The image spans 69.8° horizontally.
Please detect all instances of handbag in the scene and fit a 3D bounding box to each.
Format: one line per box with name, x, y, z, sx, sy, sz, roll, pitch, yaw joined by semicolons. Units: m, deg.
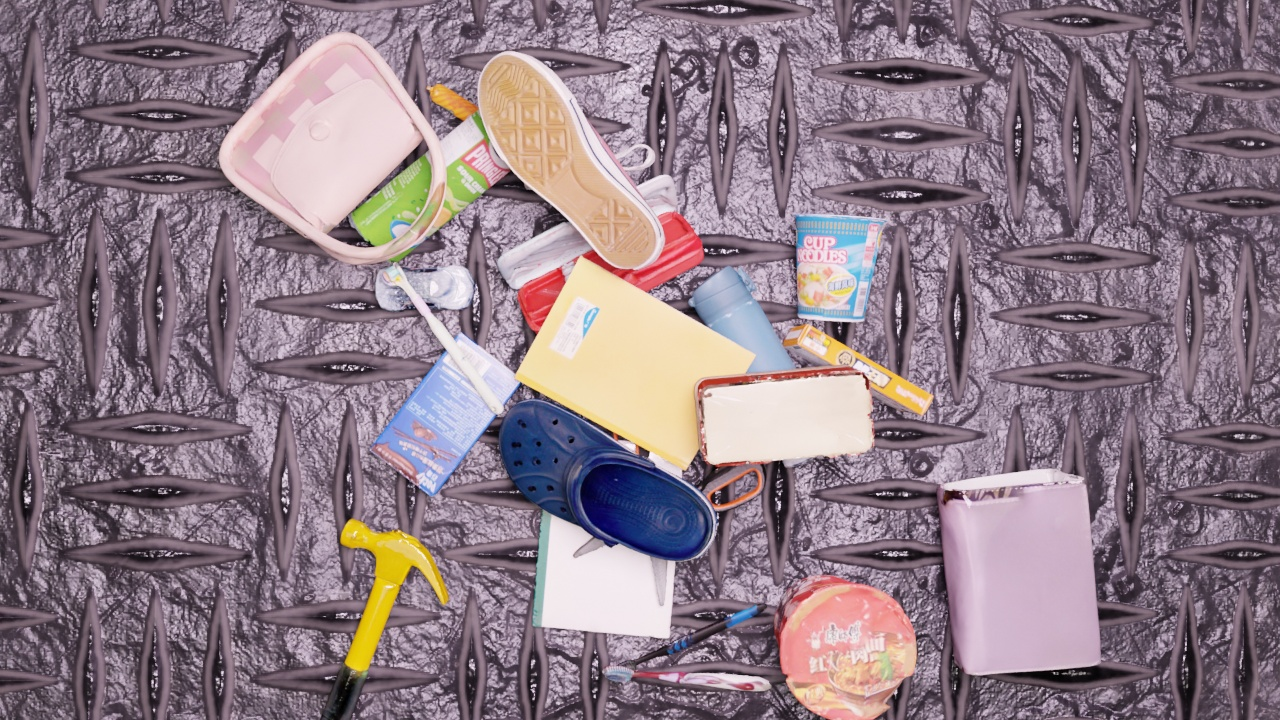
handbag;-0.281;-0.190;0.903;0.193;0.093;0.234;-46;68;-1
handbag;0.395;0.223;0.975;0.145;0.098;0.197;-6;91;-5

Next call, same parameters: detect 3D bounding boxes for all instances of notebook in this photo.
notebook;-0.034;0.190;0.994;0.150;0.012;0.209;5;89;-2
notebook;-0.006;0.005;0.940;0.206;0.010;0.146;28;100;-7

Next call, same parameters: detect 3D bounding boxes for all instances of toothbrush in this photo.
toothbrush;-0.203;-0.020;0.953;0.029;0.020;0.189;-34;96;33
toothbrush;0.052;0.306;0.997;0.189;0.016;0.014;-23;95;-4
toothbrush;0.052;0.343;0.986;0.187;0.017;0.016;8;93;-10

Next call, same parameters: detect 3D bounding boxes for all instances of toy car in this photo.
toy car;-0.229;-0.077;0.975;0.105;0.031;0.049;-2;92;-5

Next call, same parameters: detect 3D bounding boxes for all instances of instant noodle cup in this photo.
instant noodle cup;0.207;-0.097;0.972;0.099;0.099;0.110;3;97;-3
instant noodle cup;0.201;0.288;0.958;0.138;0.108;0.138;0;90;-3

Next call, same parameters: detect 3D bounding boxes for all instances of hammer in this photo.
hammer;-0.300;0.325;0.969;0.129;0.033;0.300;21;88;-2

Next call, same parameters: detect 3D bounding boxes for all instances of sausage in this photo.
sausage;-0.158;-0.249;0.984;0.165;0.021;0.021;32;88;-2

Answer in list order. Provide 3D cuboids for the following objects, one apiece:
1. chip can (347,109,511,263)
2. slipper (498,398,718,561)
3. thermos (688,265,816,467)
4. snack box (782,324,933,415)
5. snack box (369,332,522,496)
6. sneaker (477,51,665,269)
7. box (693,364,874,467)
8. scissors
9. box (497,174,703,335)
chip can;-0.187;-0.197;0.943;0.236;0.072;0.072;-37;92;6
slipper;-0.043;0.130;0.930;0.253;0.095;0.105;28;92;10
thermos;0.130;0.005;0.977;0.070;0.070;0.220;-30;92;-3
snack box;0.229;0.010;0.977;0.154;0.075;0.026;29;88;-3
snack box;-0.205;0.057;0.977;0.084;0.026;0.157;38;88;-3
sneaker;-0.061;-0.190;0.886;0.118;0.087;0.241;-39;93;18
box;0.141;0.057;0.905;0.168;0.077;0.091;-5;96;1
scissors;0.027;0.144;0.982;0.221;0.021;0.233;-11;89;3
box;-0.045;-0.116;0.949;0.201;0.100;0.095;-27;49;-2
